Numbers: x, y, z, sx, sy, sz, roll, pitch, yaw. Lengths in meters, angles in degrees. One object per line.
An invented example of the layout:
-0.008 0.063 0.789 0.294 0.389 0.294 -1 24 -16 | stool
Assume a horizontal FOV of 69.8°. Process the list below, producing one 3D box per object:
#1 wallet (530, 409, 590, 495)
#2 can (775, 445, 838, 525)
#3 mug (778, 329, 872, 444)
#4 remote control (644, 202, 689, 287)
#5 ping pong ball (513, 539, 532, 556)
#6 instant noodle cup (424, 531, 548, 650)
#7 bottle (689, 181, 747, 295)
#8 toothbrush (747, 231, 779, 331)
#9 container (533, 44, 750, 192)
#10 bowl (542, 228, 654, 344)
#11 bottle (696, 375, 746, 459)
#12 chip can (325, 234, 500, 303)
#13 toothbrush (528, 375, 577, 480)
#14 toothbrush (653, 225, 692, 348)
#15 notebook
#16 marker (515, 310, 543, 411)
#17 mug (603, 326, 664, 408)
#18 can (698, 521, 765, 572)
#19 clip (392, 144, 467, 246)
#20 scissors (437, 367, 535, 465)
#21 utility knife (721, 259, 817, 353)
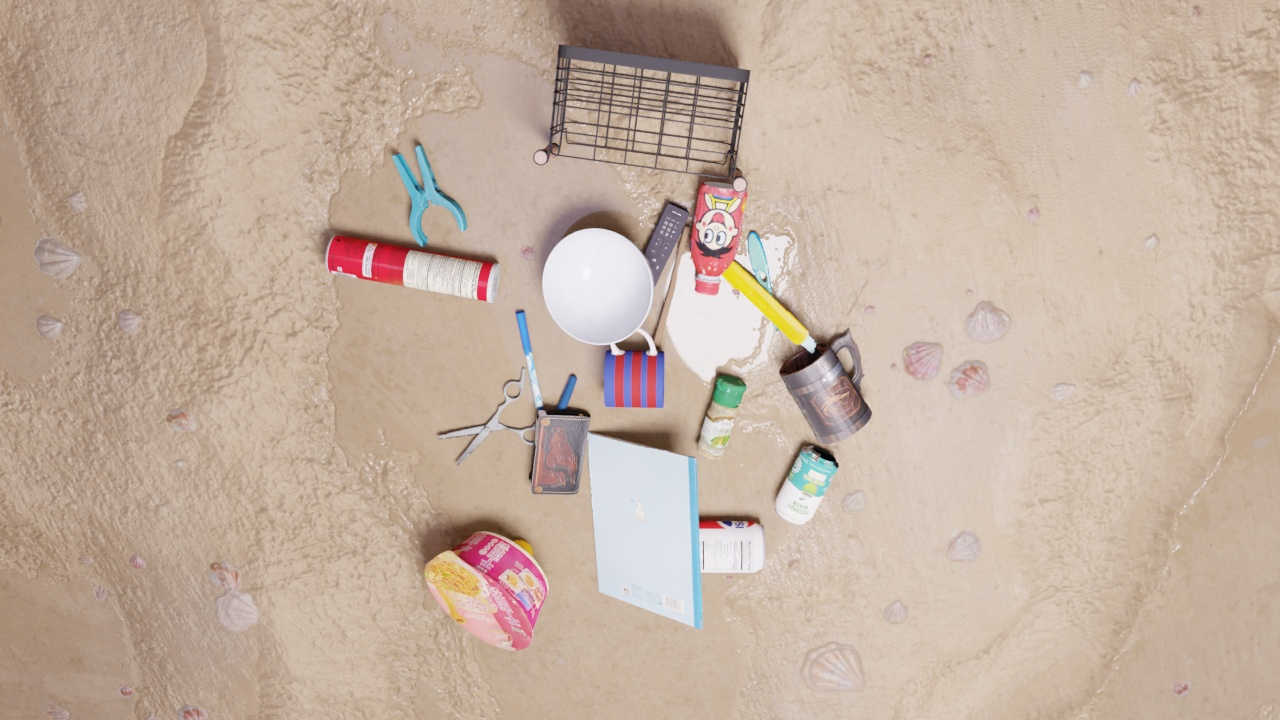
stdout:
-0.111 0.126 1.258 0.072 0.019 0.123 4 112 -14 | wallet
0.224 0.169 1.245 0.055 0.054 0.102 23 108 -4 | can
0.252 0.032 1.196 0.115 0.080 0.107 -37 103 -16 | mug
0.021 -0.136 1.179 0.032 0.015 0.137 24 110 -5 | remote control
-0.174 0.276 1.309 0.040 0.040 0.040 1 108 3 | ping pong ball
-0.204 0.312 1.273 0.179 0.077 0.179 20 135 21 | instant noodle cup
0.093 -0.150 1.146 0.062 0.062 0.138 8 107 0 | bottle
0.161 -0.100 1.181 0.022 0.017 0.135 -8 110 34 | toothbrush
0.009 -0.280 1.055 0.241 0.162 0.130 8 108 1 | container
-0.043 -0.097 1.156 0.144 0.074 0.144 4 104 17 | bowl
0.107 0.076 1.228 0.043 0.043 0.111 15 108 -2 | bottle
-0.292 -0.118 1.183 0.215 0.051 0.052 10 108 0 | chip can
-0.120 0.095 1.262 0.014 0.014 0.168 19 107 -15 | toothbrush
0.042 -0.093 1.191 0.016 0.016 0.167 15 108 -1 | toothbrush
0.006 0.231 1.251 0.181 0.009 0.254 11 112 36 | notebook
-0.148 0.002 1.234 0.013 0.013 0.142 -8 107 5 | marker
-0.007 0.007 1.194 0.076 0.074 0.112 1 111 3 | mug
0.104 0.258 1.273 0.132 0.070 0.070 -1 108 3 | can
-0.287 -0.198 1.172 0.121 0.031 0.130 -39 102 18 | clip
-0.204 0.079 1.262 0.141 0.014 0.162 9 108 -3 | scissors
0.163 -0.069 1.175 0.165 0.017 0.031 46 132 6 | utility knife
